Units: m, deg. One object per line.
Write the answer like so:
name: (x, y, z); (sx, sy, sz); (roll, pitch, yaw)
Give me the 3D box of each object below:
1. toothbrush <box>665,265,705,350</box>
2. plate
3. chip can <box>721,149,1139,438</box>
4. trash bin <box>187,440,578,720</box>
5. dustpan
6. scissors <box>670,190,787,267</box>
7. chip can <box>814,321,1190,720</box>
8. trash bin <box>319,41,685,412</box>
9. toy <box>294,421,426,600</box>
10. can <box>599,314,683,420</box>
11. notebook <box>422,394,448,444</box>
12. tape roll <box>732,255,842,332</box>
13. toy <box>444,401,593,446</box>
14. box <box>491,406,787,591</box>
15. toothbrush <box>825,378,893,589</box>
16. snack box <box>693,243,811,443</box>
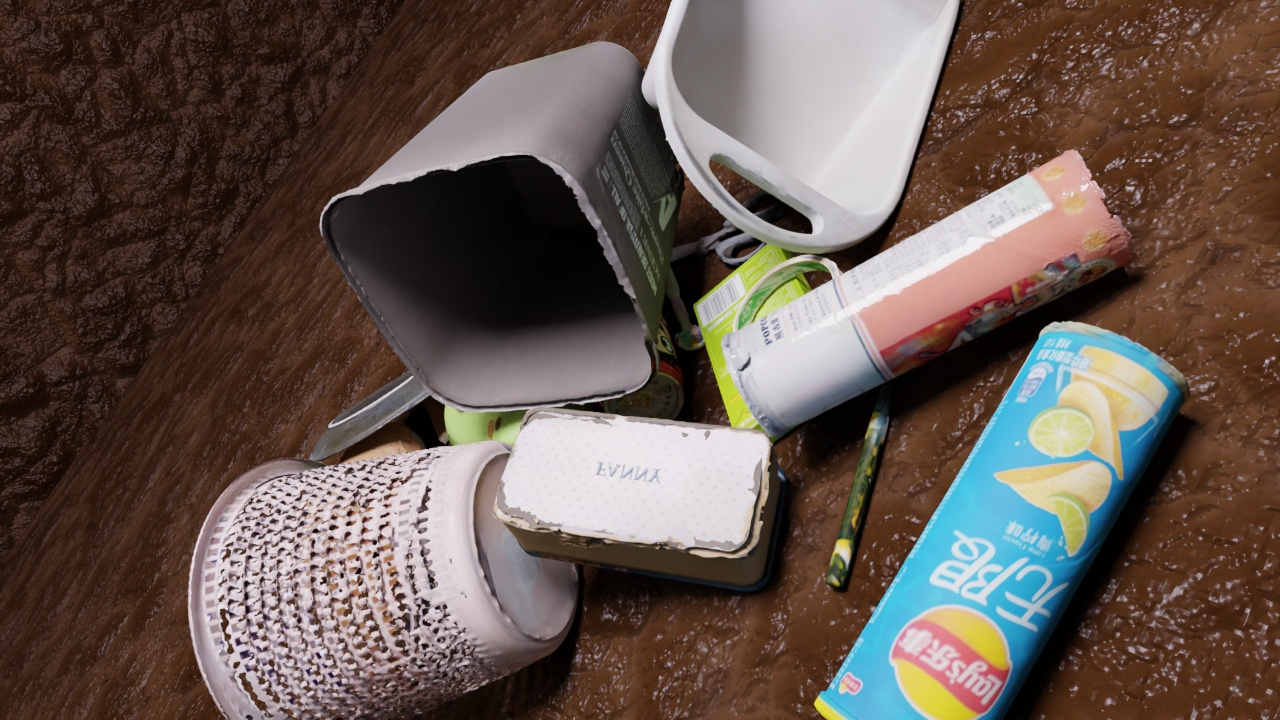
toothbrush: (0.023, -0.073, 0.785); (0.029, 0.020, 0.189); (-12, 41, -5)
plate: (-0.265, 0.044, 0.942); (0.179, 0.024, 0.179); (-31, 12, 7)
chip can: (0.155, -0.034, 0.518); (0.215, 0.071, 0.071); (-29, 38, 19)
trash bin: (-0.160, 0.153, 0.649); (0.192, 0.227, 0.227); (-20, 43, 21)
dustpan: (0.117, -0.208, 0.635); (0.258, 0.222, 0.142); (-61, 20, 7)
scissors: (0.052, -0.094, 0.786); (0.172, 0.014, 0.146); (-40, 33, 20)
chip can: (0.164, 0.088, 0.416); (0.210, 0.071, 0.071); (-56, 33, -7)
trash bin: (-0.072, -0.107, 0.675); (0.199, 0.199, 0.219); (-6, 39, 24)
toy: (-0.298, 0.161, 0.922); (0.226, 0.082, 0.143); (-51, 12, 6)
can: (-0.004, 0.004, 0.711); (0.067, 0.066, 0.093); (-39, 35, 19)
notebook: (-0.191, -0.012, 1.013); (0.149, 0.012, 0.211); (-49, 32, 3)
tape roll: (0.100, -0.033, 0.615); (0.086, 0.014, 0.085); (-31, 38, 28)
toy: (-0.110, 0.043, 0.786); (0.247, 0.090, 0.226); (9, 76, 59)
box: (0.006, 0.084, 0.569); (0.184, 0.061, 0.089); (8, 59, 19)
toothbrush: (0.141, 0.046, 0.540); (0.017, 0.012, 0.185); (2, 60, 39)
snack box: (0.090, -0.015, 0.649); (0.086, 0.026, 0.156); (-40, 34, 19)
